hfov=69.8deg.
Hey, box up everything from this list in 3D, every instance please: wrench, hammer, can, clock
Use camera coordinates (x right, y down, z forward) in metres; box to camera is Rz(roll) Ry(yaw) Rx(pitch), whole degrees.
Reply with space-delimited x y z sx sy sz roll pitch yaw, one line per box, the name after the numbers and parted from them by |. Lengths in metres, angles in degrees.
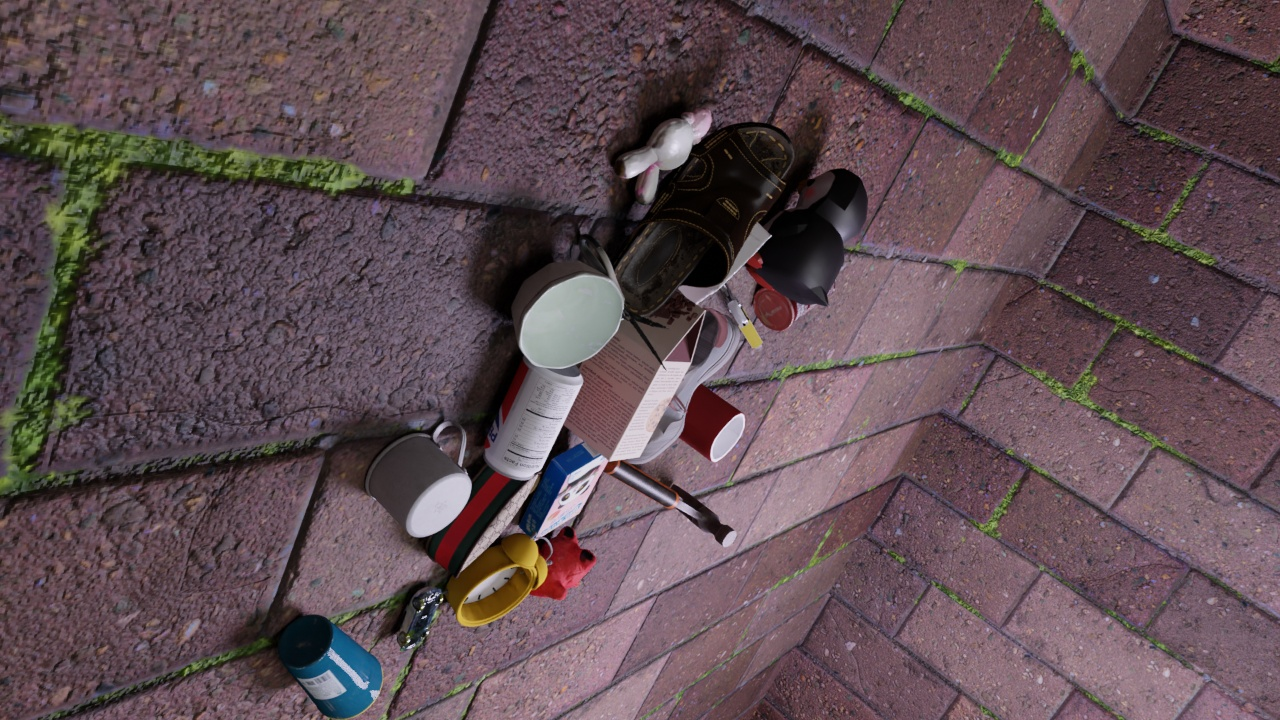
0.146 -0.056 1.307 0.018 0.083 0.273 -30 160 7 | wrench
0.026 0.196 1.390 0.035 0.138 0.314 -54 140 -2 | hammer
-0.119 0.059 1.005 0.070 0.070 0.132 -3 123 -57 | can
-0.179 0.276 1.166 0.151 0.052 0.114 -33 146 -14 | clock

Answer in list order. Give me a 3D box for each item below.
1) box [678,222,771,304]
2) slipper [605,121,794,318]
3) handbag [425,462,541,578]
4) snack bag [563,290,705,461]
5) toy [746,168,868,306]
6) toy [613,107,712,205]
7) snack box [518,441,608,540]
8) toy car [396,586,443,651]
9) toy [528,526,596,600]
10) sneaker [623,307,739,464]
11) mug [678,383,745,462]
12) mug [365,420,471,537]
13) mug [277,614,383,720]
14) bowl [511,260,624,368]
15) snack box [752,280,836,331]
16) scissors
0.072 -0.156 1.080 0.107 0.132 0.152 -48 -176 -17 | box
0.067 -0.151 0.991 0.268 0.076 0.113 -47 113 -1 | slipper
-0.177 0.178 1.077 0.166 0.063 0.138 -52 171 -16 | handbag
-0.007 0.006 1.097 0.069 0.094 0.207 2 120 -59 | snack bag
0.245 -0.172 1.245 0.184 0.140 0.159 -53 153 -4 | toy
0.027 -0.220 0.953 0.122 0.038 0.079 -42 155 -5 | toy
-0.096 0.163 1.172 0.087 0.033 0.155 -27 155 -42 | snack box
-0.267 0.307 1.098 0.038 0.027 0.090 -8 127 -59 | toy car
-0.133 0.300 1.265 0.132 0.088 0.094 -21 157 -29 | toy
0.035 0.025 1.186 0.236 0.099 0.089 -55 151 -3 | sneaker
0.093 0.096 1.359 0.080 0.096 0.116 -43 151 -22 | mug
-0.211 0.115 0.922 0.113 0.070 0.084 -45 152 -14 | mug
-0.330 0.320 0.967 0.078 0.078 0.121 -42 146 -23 | mug
-0.081 -0.054 0.930 0.117 0.061 0.118 -20 137 -20 | bowl
0.234 -0.101 1.389 0.121 0.072 0.072 -34 147 -36 | snack box
-0.024 -0.061 0.962 0.012 0.171 0.157 -33 108 -24 | scissors
